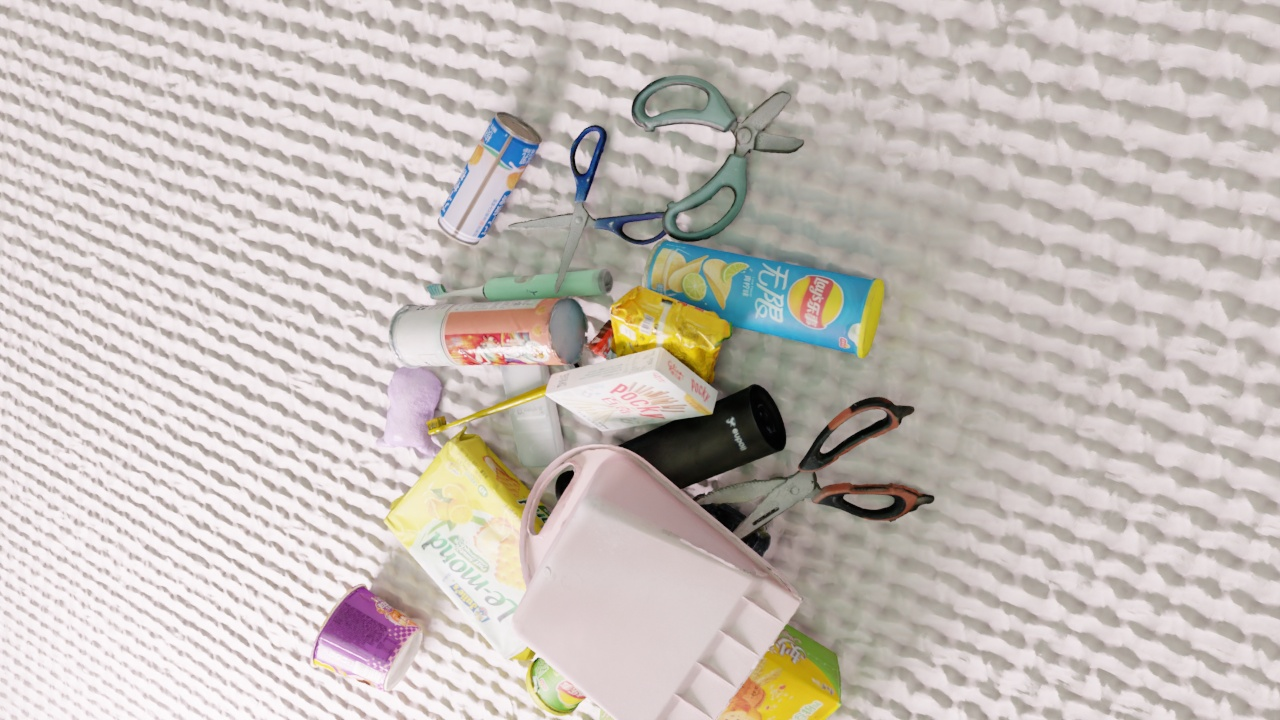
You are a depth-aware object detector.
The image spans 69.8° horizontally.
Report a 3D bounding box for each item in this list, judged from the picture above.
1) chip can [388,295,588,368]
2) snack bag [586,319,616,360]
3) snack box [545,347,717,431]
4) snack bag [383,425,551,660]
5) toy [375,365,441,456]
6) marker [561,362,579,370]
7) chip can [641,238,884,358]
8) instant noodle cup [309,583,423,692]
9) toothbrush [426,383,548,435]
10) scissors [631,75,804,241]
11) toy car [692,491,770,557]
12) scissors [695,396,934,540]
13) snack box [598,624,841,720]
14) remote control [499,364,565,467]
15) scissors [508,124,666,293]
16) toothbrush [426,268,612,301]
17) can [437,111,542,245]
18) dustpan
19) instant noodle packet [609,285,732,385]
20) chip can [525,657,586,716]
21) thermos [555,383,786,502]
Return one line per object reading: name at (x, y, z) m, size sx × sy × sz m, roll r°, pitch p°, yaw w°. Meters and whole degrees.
chip can at (-0.161, -0.029, 0.961) m, size 0.215 × 0.071 × 0.071 m, roll -1°, pitch 101°, yaw 31°
snack bag at (-0.006, 0.005, 0.934) m, size 0.104 × 0.026 × 0.048 m, roll 45°, pitch 124°, yaw 9°
snack box at (-0.011, 0.031, 0.893) m, size 0.157 × 0.026 × 0.084 m, roll -13°, pitch 141°, yaw 44°
snack bag at (-0.164, 0.203, 1.028) m, size 0.246 × 0.068 × 0.158 m, roll 46°, pitch 115°, yaw 9°
toy at (-0.261, 0.058, 1.056) m, size 0.084 × 0.039 × 0.108 m, roll 12°, pitch 103°, yaw 4°
marker at (-0.080, -0.007, 0.973) m, size 0.018 × 0.015 × 0.124 m, roll -28°, pitch 92°, yaw 31°
chip can at (0.110, -0.059, 0.841) m, size 0.210 × 0.071 × 0.071 m, roll 14°, pitch 107°, yaw 21°
instant noodle cup at (-0.328, 0.343, 1.119) m, size 0.099 × 0.111 × 0.112 m, roll 24°, pitch 111°, yaw 8°
toothbrush at (-0.161, 0.050, 0.998) m, size 0.190 × 0.015 × 0.016 m, roll -19°, pitch 86°, yaw 28°
scissors at (0.056, -0.207, 0.860) m, size 0.181 × 0.019 × 0.171 m, roll 48°, pitch 112°, yaw 10°
toy car at (0.087, 0.169, 0.922) m, size 0.090 × 0.042 × 0.034 m, roll 31°, pitch 154°, yaw 14°
scissors at (0.165, 0.111, 0.850) m, size 0.226 × 0.015 × 0.189 m, roll 10°, pitch 117°, yaw 0°
snack box at (0.075, 0.342, 0.921) m, size 0.157 × 0.070 × 0.210 m, roll 33°, pitch 114°, yaw -10°
remote control at (-0.117, 0.050, 0.998) m, size 0.056 × 0.020 × 0.136 m, roll -7°, pitch 99°, yaw 26°
scissors at (-0.049, -0.145, 0.914) m, size 0.162 × 0.012 × 0.173 m, roll 19°, pitch 98°, yaw 11°
toothbrush at (-0.132, -0.077, 0.974) m, size 0.225 × 0.026 × 0.027 m, roll -2°, pitch 125°, yaw 25°
can at (-0.157, -0.185, 0.945) m, size 0.053 × 0.053 × 0.135 m, roll 42°, pitch 115°, yaw 11°
dustpan at (-0.004, 0.210, 0.882) m, size 0.273 × 0.138 × 0.223 m, roll 34°, pitch 106°, yaw 3°
instant noodle packet at (0.026, -0.022, 0.857) m, size 0.111 × 0.128 × 0.044 m, roll 18°, pitch 71°, yaw 4°
chip can at (-0.034, 0.297, 0.987) m, size 0.072 × 0.072 × 0.222 m, roll 47°, pitch 116°, yaw 8°
thermos at (0.031, 0.109, 0.922) m, size 0.243 × 0.068 × 0.090 m, roll -27°, pitch 99°, yaw 29°
